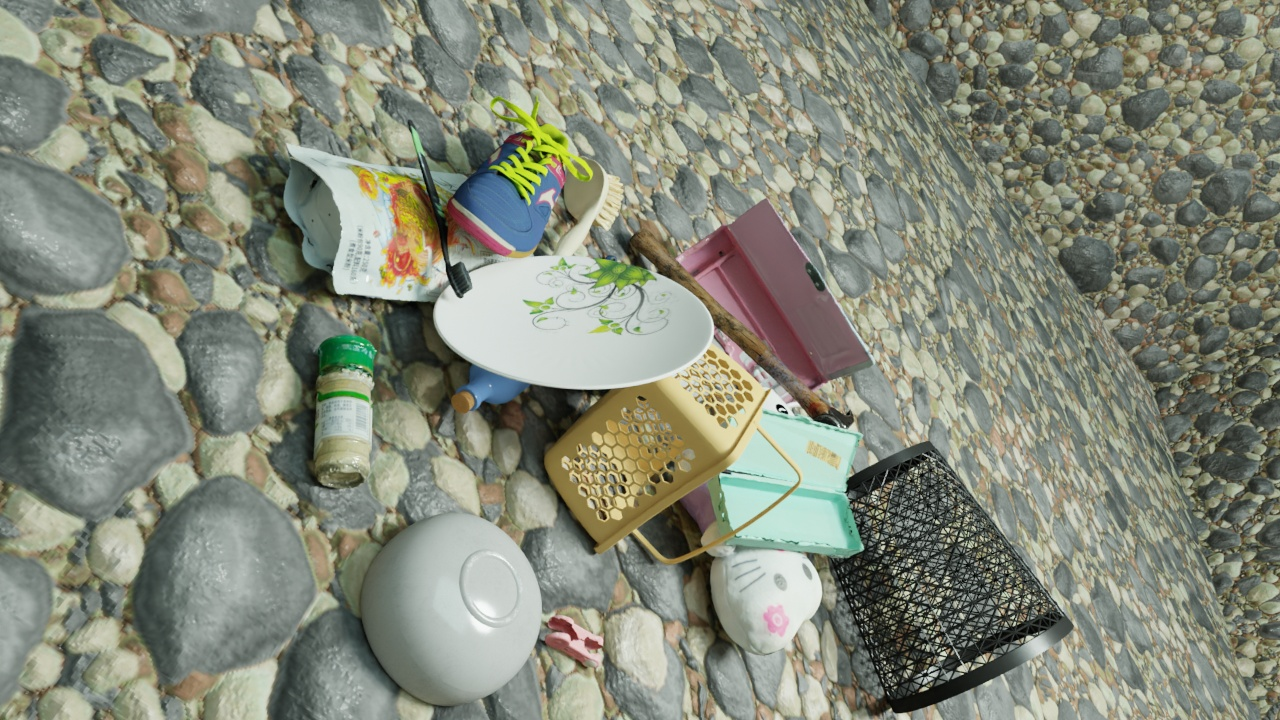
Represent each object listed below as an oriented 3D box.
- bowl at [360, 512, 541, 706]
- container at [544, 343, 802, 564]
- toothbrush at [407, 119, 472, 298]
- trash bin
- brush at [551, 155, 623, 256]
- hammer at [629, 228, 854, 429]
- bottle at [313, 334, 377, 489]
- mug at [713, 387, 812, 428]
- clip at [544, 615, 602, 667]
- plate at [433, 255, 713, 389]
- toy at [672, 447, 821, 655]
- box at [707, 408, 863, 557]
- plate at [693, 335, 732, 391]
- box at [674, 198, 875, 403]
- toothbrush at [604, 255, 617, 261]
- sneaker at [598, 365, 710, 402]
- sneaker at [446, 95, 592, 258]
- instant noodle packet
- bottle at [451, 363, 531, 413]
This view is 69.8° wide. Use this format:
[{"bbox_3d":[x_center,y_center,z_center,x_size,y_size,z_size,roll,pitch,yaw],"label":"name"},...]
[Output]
[{"bbox_3d":[-0.124,0.170,0.653,0.131,0.065,0.131,31,43,-34],"label":"bowl"},{"bbox_3d":[0.032,0.088,0.809,0.167,0.184,0.128,47,35,-3],"label":"container"},{"bbox_3d":[-0.174,-0.135,0.787,0.014,0.017,0.188,35,32,-64],"label":"toothbrush"},{"bbox_3d":[0.325,0.238,1.053,0.216,0.218,0.243,-3,60,-52],"label":"trash bin"},{"bbox_3d":[-0.074,-0.126,0.943,0.077,0.062,0.271,37,37,-15],"label":"brush"},{"bbox_3d":[0.112,-0.033,1.047,0.330,0.033,0.119,46,17,13],"label":"hammer"},{"bbox_3d":[-0.214,0.037,0.664,0.042,0.043,0.109,21,51,-42],"label":"bottle"},{"bbox_3d":[0.145,0.078,1.025,0.123,0.090,0.076,-10,61,-25],"label":"mug"},{"bbox_3d":[-0.053,0.232,0.735,0.059,0.023,0.041,33,38,-35],"label":"clip"},{"bbox_3d":[-0.055,-0.026,0.764,0.229,0.030,0.229,4,30,-3],"label":"plate"},{"bbox_3d":[0.100,0.182,0.909,0.137,0.086,0.209,-3,65,-50],"label":"toy"},{"bbox_3d":[0.147,0.120,0.900,0.186,0.056,0.138,16,66,-37],"label":"box"},{"bbox_3d":[0.051,-0.038,1.013,0.173,0.019,0.172,45,13,-14],"label":"plate"},{"bbox_3d":[0.156,-0.061,1.098,0.233,0.173,0.075,57,29,-4],"label":"box"},{"bbox_3d":[-0.063,-0.069,0.956,0.016,0.017,0.189,52,35,-11],"label":"toothbrush"},{"bbox_3d":[-0.005,0.005,0.928,0.087,0.079,0.235,52,11,27],"label":"sneaker"},{"bbox_3d":[-0.114,-0.173,0.850,0.116,0.091,0.241,40,21,-14],"label":"sneaker"},{"bbox_3d":[-0.183,-0.116,0.814,0.268,0.057,0.146,-6,71,-59],"label":"instant noodle packet"},{"bbox_3d":[-0.119,0.010,0.796,0.048,0.048,0.130,55,34,-6],"label":"bottle"}]
